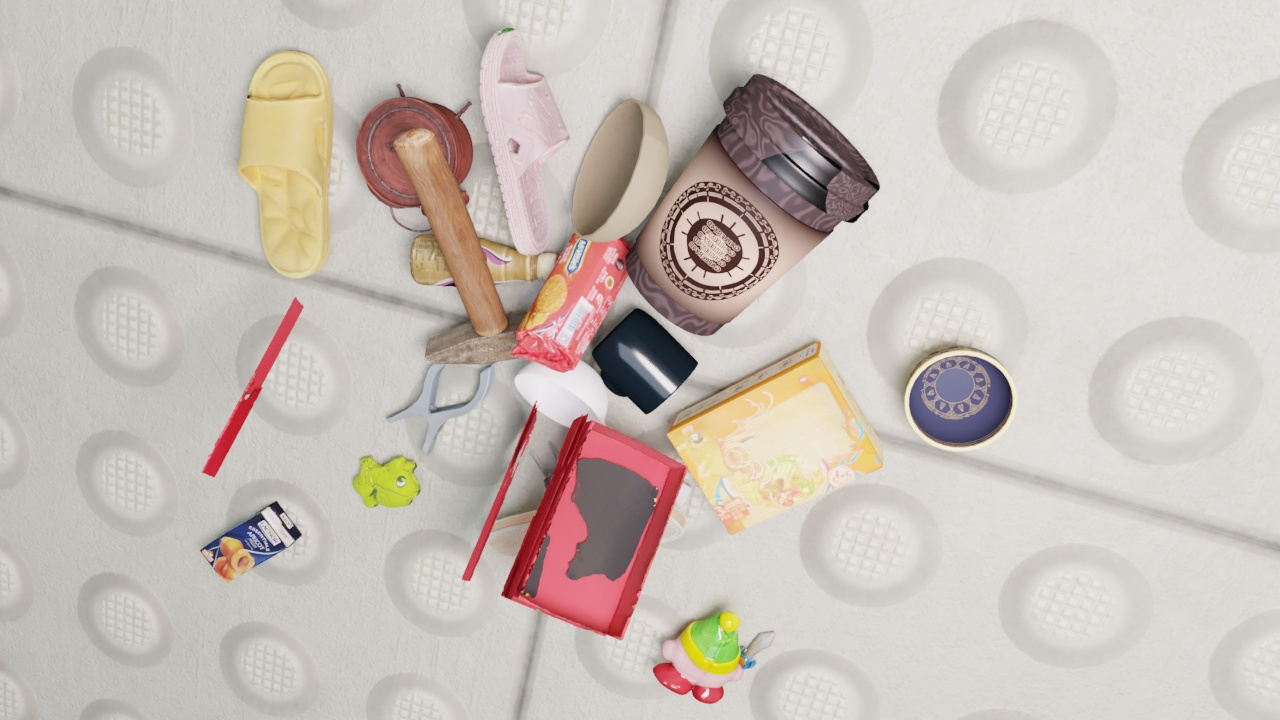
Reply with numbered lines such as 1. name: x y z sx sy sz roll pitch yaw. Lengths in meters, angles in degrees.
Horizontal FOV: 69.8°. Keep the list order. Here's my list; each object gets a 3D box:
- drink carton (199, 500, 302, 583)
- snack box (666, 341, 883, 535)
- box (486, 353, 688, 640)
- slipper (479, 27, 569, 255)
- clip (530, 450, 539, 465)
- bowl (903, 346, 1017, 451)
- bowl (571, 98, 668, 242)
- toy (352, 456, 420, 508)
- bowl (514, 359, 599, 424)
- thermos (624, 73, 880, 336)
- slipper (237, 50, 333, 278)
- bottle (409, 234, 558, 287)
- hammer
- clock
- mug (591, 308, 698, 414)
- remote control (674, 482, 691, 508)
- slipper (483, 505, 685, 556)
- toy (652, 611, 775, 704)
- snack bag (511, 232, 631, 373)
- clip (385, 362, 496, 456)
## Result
1. drink carton: -0.538 0.252 1.270 0.130 0.040 0.064 -30 100 20
2. snack box: 0.153 0.087 1.037 0.196 0.080 0.145 -29 100 21
3. box: -0.033 0.152 0.898 0.197 0.352 0.216 27 72 -14
4. slipper: -0.115 -0.231 0.983 0.064 0.094 0.239 0 111 16
5. clip: -0.104 0.156 1.138 0.056 0.056 0.102 -23 104 51
6. bowl: 0.340 0.034 0.987 0.112 0.061 0.112 4 109 11
7. bowl: -0.014 -0.191 0.958 0.050 0.152 0.153 18 115 -27
8. toy: -0.331 0.159 1.196 0.093 0.036 0.094 31 111 9
9. bowl: -0.085 0.031 1.071 0.115 0.050 0.115 24 154 12
10. thermos: 0.102 -0.146 0.930 0.172 0.172 0.227 41 118 -3
11. slipper: -0.416 -0.221 1.063 0.099 0.078 0.264 8 111 12
12. bottle: -0.178 -0.112 1.058 0.166 0.059 0.060 3 109 2
13. hammer: -0.199 -0.114 0.989 0.158 0.037 0.301 -9 133 5
14. clock: -0.250 -0.220 1.028 0.120 0.072 0.158 16 110 7
15. mug: -0.006 0.006 1.052 0.094 0.085 0.122 46 141 -4
16. remote control: -0.001 0.139 1.125 0.131 0.012 0.033 26 114 3
17. slipper: -0.073 0.221 1.130 0.263 0.052 0.115 -11 139 19
18. toy: 0.094 0.365 1.143 0.124 0.097 0.131 25 93 -3
19. snack bag: -0.070 -0.067 1.010 0.082 0.082 0.176 28 73 2
20. clip: -0.257 0.034 1.141 0.112 0.028 0.163 43 111 -2
